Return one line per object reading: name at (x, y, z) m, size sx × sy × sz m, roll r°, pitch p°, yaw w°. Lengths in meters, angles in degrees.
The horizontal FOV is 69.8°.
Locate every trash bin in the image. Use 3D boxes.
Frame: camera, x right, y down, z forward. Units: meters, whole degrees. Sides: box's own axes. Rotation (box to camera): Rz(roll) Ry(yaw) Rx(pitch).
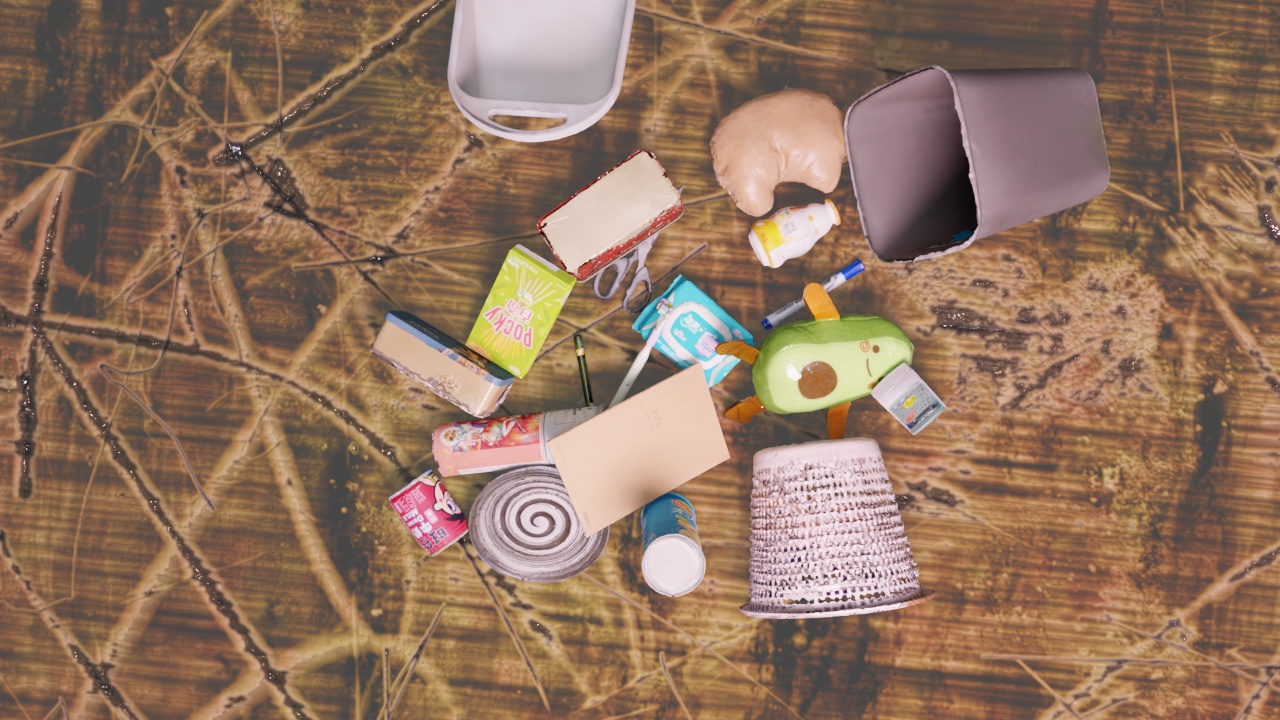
trash bin at (0.220, 0.195, 1.095) m, size 0.227 × 0.227 × 0.192 m, roll -7°, pitch 81°, yaw 2°
trash bin at (0.384, -0.229, 1.042) m, size 0.219 × 0.199 × 0.198 m, roll -13°, pitch 94°, yaw -21°

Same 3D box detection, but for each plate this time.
plate at (-0.128, 0.206, 1.166) m, size 0.179 × 0.024 × 0.180 m, roll -1°, pitch 118°, yaw -2°

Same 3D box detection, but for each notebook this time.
notebook at (0.001, 0.109, 1.121) m, size 0.211 × 0.012 × 0.149 m, roll -27°, pitch 121°, yaw -13°

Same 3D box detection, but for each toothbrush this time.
toothbrush at (-0.007, 0.007, 1.139) m, size 0.020 × 0.029 × 0.190 m, roll 10°, pitch 122°, yaw -31°
toothbrush at (-0.062, 0.058, 1.179) m, size 0.017 × 0.012 × 0.186 m, roll -10°, pitch 94°, yaw -3°

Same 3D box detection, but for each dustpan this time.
dustpan at (-0.119, -0.380, 1.087) m, size 0.223 × 0.142 × 0.258 m, roll 4°, pitch 95°, yaw 1°

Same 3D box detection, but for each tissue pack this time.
tissue pack at (0.067, -0.034, 1.150) m, size 0.133 × 0.050 × 0.093 m, roll 40°, pitch 95°, yaw -1°

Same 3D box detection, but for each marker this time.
marker at (0.217, -0.082, 1.160) m, size 0.146 × 0.017 × 0.017 m, roll -32°, pitch 93°, yaw 3°

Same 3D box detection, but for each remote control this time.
remote control at (0.328, 0.048, 1.118) m, size 0.056 × 0.135 × 0.019 m, roll -43°, pitch 49°, yaw 10°

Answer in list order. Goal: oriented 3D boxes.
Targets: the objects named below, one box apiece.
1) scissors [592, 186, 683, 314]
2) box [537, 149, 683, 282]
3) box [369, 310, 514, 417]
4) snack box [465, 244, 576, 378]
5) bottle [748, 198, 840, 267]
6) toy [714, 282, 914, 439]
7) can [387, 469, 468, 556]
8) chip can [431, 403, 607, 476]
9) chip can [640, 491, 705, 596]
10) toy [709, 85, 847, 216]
scissors at (-0.002, -0.146, 1.163) m, size 0.146 × 0.014 × 0.172 m, roll -9°, pitch 94°, yaw 1°
box at (-0.035, -0.176, 1.122) m, size 0.168 × 0.080 × 0.091 m, roll -34°, pitch 83°, yaw 4°
box at (-0.251, 0.001, 1.140) m, size 0.184 × 0.089 × 0.061 m, roll 33°, pitch 94°, yaw 0°
snack box at (-0.149, -0.058, 1.133) m, size 0.086 × 0.026 × 0.157 m, roll 32°, pitch 122°, yaw 0°
bottle at (0.191, -0.160, 1.131) m, size 0.108 × 0.063 × 0.063 m, roll -26°, pitch 93°, yaw 3°
toy at (0.216, 0.007, 1.115) m, size 0.247 × 0.089 × 0.227 m, roll -14°, pitch 124°, yaw 3°
can at (-0.267, 0.194, 1.166) m, size 0.066 × 0.066 × 0.094 m, roll -35°, pitch 92°, yaw 3°
chip can at (-0.146, 0.101, 1.147) m, size 0.215 × 0.071 × 0.071 m, roll -7°, pitch 94°, yaw 7°
chip can at (0.035, 0.212, 1.088) m, size 0.071 × 0.210 × 0.071 m, roll 0°, pitch 94°, yaw 0°
toy at (0.196, -0.268, 1.121) m, size 0.226 × 0.082 × 0.143 m, roll -19°, pitch 94°, yaw -2°
